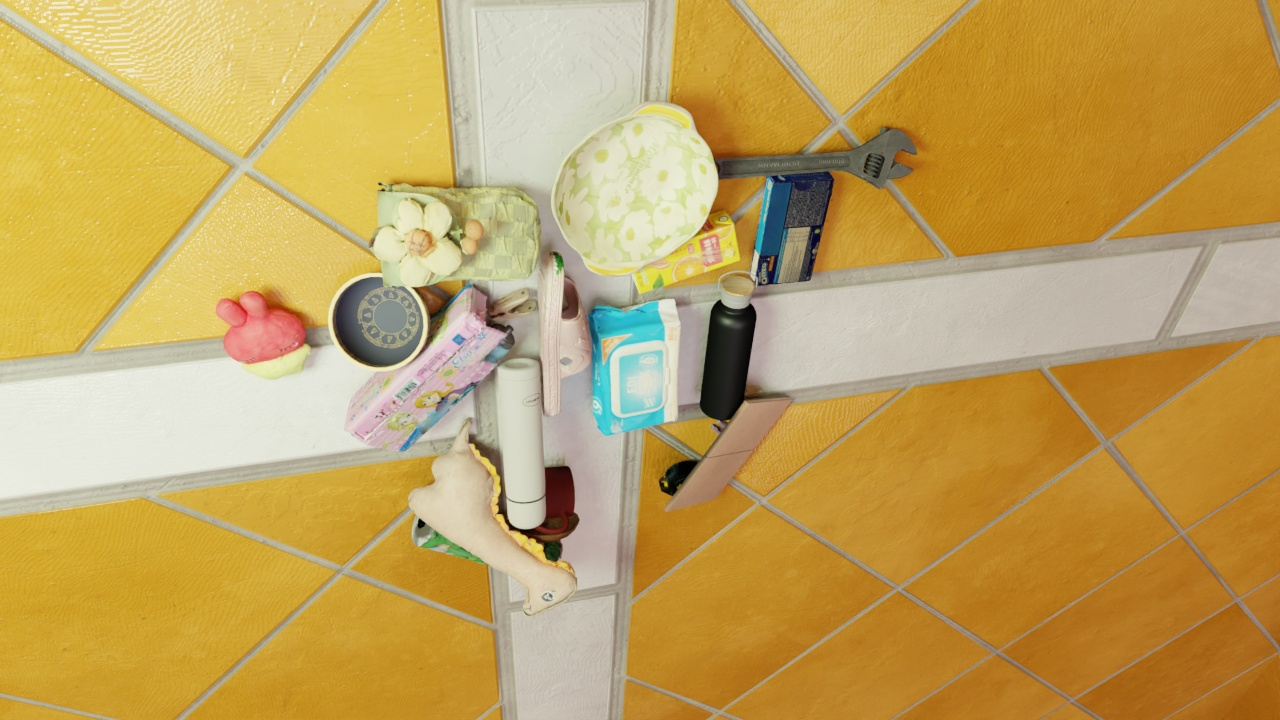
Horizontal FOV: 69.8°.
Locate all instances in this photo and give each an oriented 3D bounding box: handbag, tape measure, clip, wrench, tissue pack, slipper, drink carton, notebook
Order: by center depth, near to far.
[{"bbox_3d":[-0.195,-0.135,0.984,0.186,0.117,0.113,-4,103,-15],"label":"handbag"},{"bbox_3d":[0.204,-0.235,1.091,0.273,0.018,0.073,-6,102,-12],"label":"wrench"},{"bbox_3d":[-0.160,-0.071,1.121,0.061,0.024,0.043,-14,132,-1],"label":"clip"},{"bbox_3d":[0.052,-0.133,1.126,0.134,0.043,0.059,-19,131,-3],"label":"drink carton"},{"bbox_3d":[-0.093,-0.025,1.137,0.064,0.094,0.240,-2,133,-10],"label":"slipper"},{"bbox_3d":[-0.007,0.007,1.213,0.117,0.066,0.210,-10,130,-12],"label":"tissue pack"},{"bbox_3d":[0.129,0.136,1.349,0.141,0.008,0.209,-1,131,-55],"label":"notebook"},{"bbox_3d":[0.128,0.103,1.374,0.053,0.013,0.036,24,117,-30],"label":"clip"},{"bbox_3d":[0.068,0.181,1.404,0.067,0.038,0.063,22,127,-31],"label":"tape measure"}]

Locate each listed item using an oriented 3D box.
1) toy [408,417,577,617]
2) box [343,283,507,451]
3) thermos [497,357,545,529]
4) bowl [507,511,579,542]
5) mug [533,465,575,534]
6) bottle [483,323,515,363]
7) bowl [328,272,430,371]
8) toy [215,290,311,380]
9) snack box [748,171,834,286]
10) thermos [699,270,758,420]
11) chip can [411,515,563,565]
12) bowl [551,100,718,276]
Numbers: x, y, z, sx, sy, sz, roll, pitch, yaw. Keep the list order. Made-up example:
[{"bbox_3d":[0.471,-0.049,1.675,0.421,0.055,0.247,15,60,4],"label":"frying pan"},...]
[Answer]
[{"bbox_3d":[-0.183,0.222,1.249,0.264,0.065,0.196,33,100,-1],"label":"toy"},{"bbox_3d":[-0.251,0.023,1.120,0.231,0.085,0.096,-41,120,17],"label":"box"},{"bbox_3d":[-0.151,0.110,1.177,0.052,0.052,0.224,-6,110,-14],"label":"thermos"},{"bbox_3d":[-0.141,0.244,1.335,0.102,0.114,0.026,5,102,10],"label":"bowl"},{"bbox_3d":[-0.138,0.203,1.305,0.082,0.105,0.073,-2,138,-17],"label":"mug"},{"bbox_3d":[-0.206,0.000,1.155,0.130,0.040,0.040,-42,129,18],"label":"bottle"},{"bbox_3d":[-0.295,-0.048,1.062,0.112,0.061,0.112,0,100,1],"label":"bowl"},{"bbox_3d":[-0.432,-0.027,1.052,0.091,0.045,0.135,-17,138,-7],"label":"toy"},{"bbox_3d":[0.187,-0.165,1.155,0.082,0.027,0.150,-4,129,-14],"label":"snack box"},{"bbox_3d":[0.119,-0.024,1.229,0.061,0.061,0.232,-7,131,-13],"label":"thermos"},{"bbox_3d":[-0.224,0.265,1.353,0.223,0.075,0.076,24,118,-33],"label":"chip can"},{"bbox_3d":[-0.011,-0.201,1.036,0.188,0.060,0.220,5,128,-23],"label":"bowl"}]
